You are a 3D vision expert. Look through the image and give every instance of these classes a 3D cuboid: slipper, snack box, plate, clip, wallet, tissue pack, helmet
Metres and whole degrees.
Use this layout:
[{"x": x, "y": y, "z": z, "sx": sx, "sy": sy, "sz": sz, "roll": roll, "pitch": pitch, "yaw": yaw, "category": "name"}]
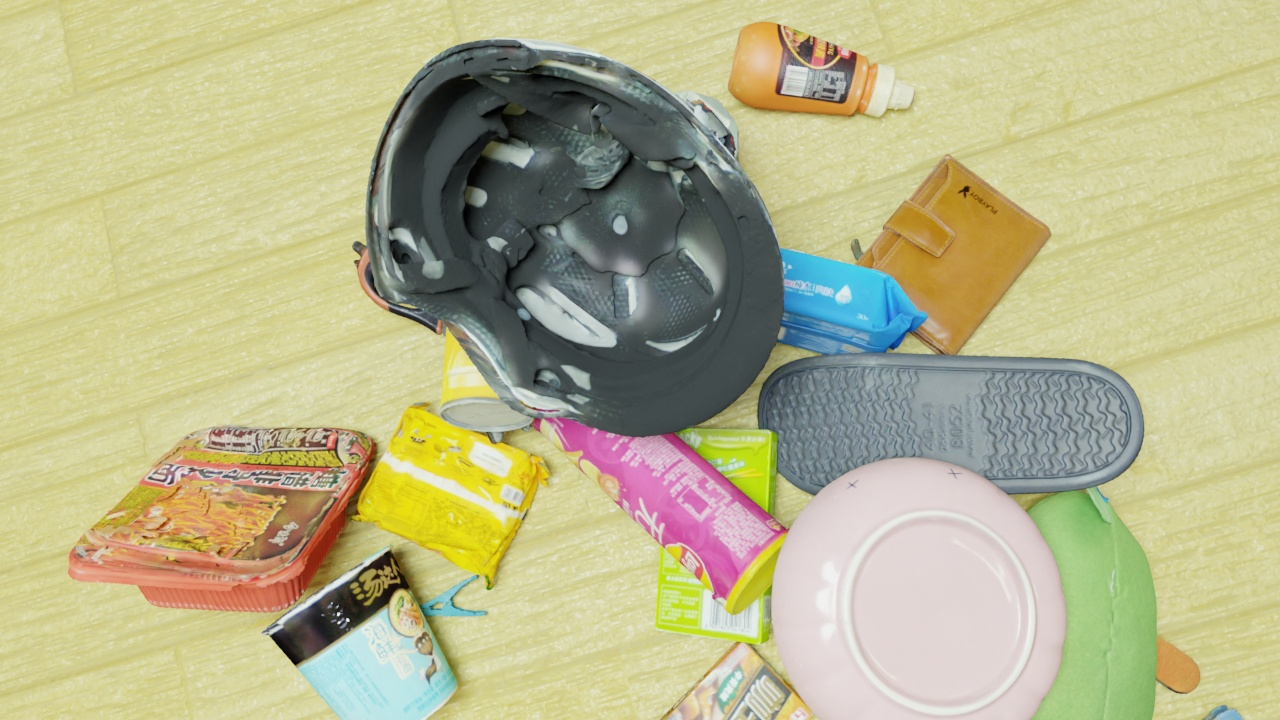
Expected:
[{"x": 0.218, "y": 0.052, "z": 0.673, "sx": 0.269, "sy": 0.083, "sz": 0.110, "roll": -2, "pitch": 81, "yaw": 31, "category": "slipper"}, {"x": 0.058, "y": 0.130, "z": 0.697, "sx": 0.086, "sy": 0.026, "sz": 0.156, "roll": 0, "pitch": 81, "yaw": 24, "category": "snack box"}, {"x": 0.180, "y": 0.155, "z": 0.574, "sx": 0.192, "sy": 0.039, "sz": 0.192, "roll": 1, "pitch": 79, "yaw": -4, "category": "plate"}, {"x": 0.405, "y": 0.271, "z": 0.660, "sx": 0.058, "sy": 0.042, "sz": 0.026, "roll": -29, "pitch": 81, "yaw": 3, "category": "clip"}, {"x": 0.237, "y": -0.086, "z": 0.727, "sx": 0.119, "sy": 0.035, "sz": 0.130, "roll": 39, "pitch": 86, "yaw": 4, "category": "wallet"}, {"x": 0.049, "y": 0.289, "z": 0.684, "sx": 0.153, "sy": 0.026, "sz": 0.075, "roll": -45, "pitch": 80, "yaw": -3, "category": "snack box"}, {"x": -0.150, "y": 0.192, "z": 0.724, "sx": 0.054, "sy": 0.013, "sz": 0.033, "roll": -17, "pitch": 79, "yaw": 3, "category": "clip"}, {"x": 0.131, "y": -0.044, "z": 0.697, "sx": 0.157, "sy": 0.095, "sz": 0.052, "roll": 16, "pitch": 76, "yaw": 7, "category": "tissue pack"}, {"x": -0.033, "y": -0.090, "z": 0.610, "sx": 0.274, "sy": 0.156, "sz": 0.231, "roll": 31, "pitch": 117, "yaw": -3, "category": "helmet"}]

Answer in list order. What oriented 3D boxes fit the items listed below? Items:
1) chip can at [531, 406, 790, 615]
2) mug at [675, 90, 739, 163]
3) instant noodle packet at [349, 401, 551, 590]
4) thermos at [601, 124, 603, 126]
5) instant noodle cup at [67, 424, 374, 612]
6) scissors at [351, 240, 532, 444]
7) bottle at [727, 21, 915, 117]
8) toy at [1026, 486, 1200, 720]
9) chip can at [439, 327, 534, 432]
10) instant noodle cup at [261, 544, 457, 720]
[{"x": 0.013, "y": 0.087, "z": 0.671, "sx": 0.210, "sy": 0.071, "sz": 0.071, "roll": 39, "pitch": 86, "yaw": 26, "category": "chip can"}, {"x": 0.049, "y": -0.136, "z": 0.714, "sx": 0.083, "sy": 0.103, "sz": 0.124, "roll": -36, "pitch": 79, "yaw": -2, "category": "mug"}, {"x": -0.146, "y": 0.104, "z": 0.723, "sx": 0.128, "sy": 0.044, "sz": 0.110, "roll": 25, "pitch": 82, "yaw": 6, "category": "instant noodle packet"}, {"x": -0.039, "y": -0.123, "z": 0.739, "sx": 0.073, "sy": 0.073, "sz": 0.224, "roll": -4, "pitch": 81, "yaw": 4, "category": "thermos"}, {"x": -0.299, "y": 0.122, "z": 0.686, "sx": 0.164, "sy": 0.188, "sz": 0.079, "roll": 2, "pitch": 117, "yaw": 6, "category": "instant noodle cup"}, {"x": -0.160, "y": -0.030, "z": 0.741, "sx": 0.206, "sy": 0.015, "sz": 0.201, "roll": 13, "pitch": 69, "yaw": 1, "category": "scissors"}, {"x": 0.148, "y": -0.229, "z": 0.744, "sx": 0.149, "sy": 0.067, "sz": 0.066, "roll": 12, "pitch": 82, "yaw": 0, "category": "bottle"}, {"x": 0.299, "y": 0.205, "z": 0.643, "sx": 0.227, "sy": 0.090, "sz": 0.246, "roll": 18, "pitch": 75, "yaw": -15, "category": "toy"}, {"x": -0.114, "y": -0.056, "z": 0.708, "sx": 0.072, "sy": 0.072, "sz": 0.213, "roll": -2, "pitch": 67, "yaw": 5, "category": "chip can"}, {"x": -0.199, "y": 0.218, "z": 0.685, "sx": 0.111, "sy": 0.111, "sz": 0.120, "roll": -35, "pitch": 88, "yaw": -1, "category": "instant noodle cup"}]
